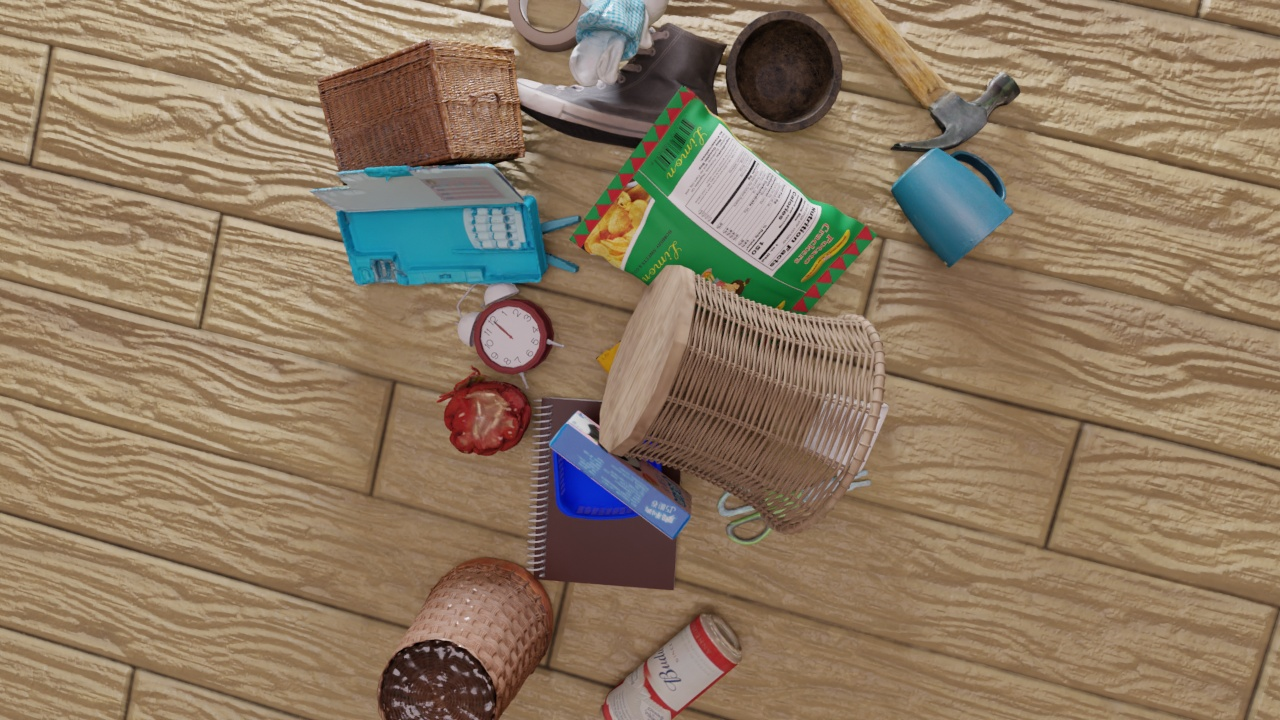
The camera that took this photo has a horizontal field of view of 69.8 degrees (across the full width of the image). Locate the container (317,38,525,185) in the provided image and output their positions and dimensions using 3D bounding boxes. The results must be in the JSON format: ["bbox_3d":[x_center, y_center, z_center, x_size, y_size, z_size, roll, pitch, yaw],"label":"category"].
[{"bbox_3d":[-0.225,-0.252,0.952,0.199,0.113,0.113,-3,99,38],"label":"container"}]

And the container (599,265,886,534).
[{"bbox_3d":[0.087,0.029,0.883,0.196,0.227,0.227,20,96,-15],"label":"container"}]

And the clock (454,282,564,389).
[{"bbox_3d":[-0.150,-0.034,1.028,0.124,0.044,0.087,42,97,1],"label":"clock"}]

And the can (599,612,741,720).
[{"bbox_3d":[0.034,0.357,1.024,0.170,0.067,0.067,-42,89,8],"label":"can"}]

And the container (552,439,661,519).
[{"bbox_3d":[-0.033,0.120,0.999,0.114,0.058,0.096,-3,94,4],"label":"container"}]

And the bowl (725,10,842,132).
[{"bbox_3d":[0.145,-0.298,0.967,0.121,0.056,0.121,-1,96,-6],"label":"bowl"}]

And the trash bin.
[{"bbox_3d":[-0.187,0.309,0.974,0.151,0.210,0.151,0,93,6],"label":"trash bin"}]

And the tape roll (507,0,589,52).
[{"bbox_3d":[-0.096,-0.388,1.003,0.094,0.030,0.094,0,94,6],"label":"tape roll"}]

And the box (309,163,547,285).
[{"bbox_3d":[-0.225,-0.154,0.975,0.227,0.181,0.073,0,52,15],"label":"box"}]

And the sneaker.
[{"bbox_3d":[-0.026,-0.295,0.973,0.235,0.095,0.120,9,92,8],"label":"sneaker"}]

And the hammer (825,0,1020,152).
[{"bbox_3d":[0.238,-0.357,0.969,0.132,0.033,0.330,-42,88,9],"label":"hammer"}]

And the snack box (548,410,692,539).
[{"bbox_3d":[-0.017,0.113,0.923,0.154,0.088,0.033,37,96,0],"label":"snack box"}]

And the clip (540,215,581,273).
[{"bbox_3d":[-0.127,-0.149,1.027,0.127,0.028,0.113,-6,91,7],"label":"clip"}]

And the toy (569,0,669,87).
[{"bbox_3d":[-0.012,-0.343,0.902,0.131,0.106,0.205,24,72,-9],"label":"toy"}]

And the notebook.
[{"bbox_3d":[-0.041,0.150,1.042,0.171,0.022,0.209,3,94,5],"label":"notebook"}]

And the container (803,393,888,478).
[{"bbox_3d":[0.214,0.074,0.960,0.049,0.129,0.081,24,96,22],"label":"container"}]

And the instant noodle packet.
[{"bbox_3d":[0.084,-0.128,0.953,0.252,0.090,0.196,34,113,-14],"label":"instant noodle packet"}]

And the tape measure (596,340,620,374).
[{"bbox_3d":[-0.006,0.006,1.022,0.059,0.030,0.068,-38,90,10],"label":"tape measure"}]

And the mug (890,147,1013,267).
[{"bbox_3d":[0.327,-0.170,0.953,0.112,0.085,0.104,-39,83,-21],"label":"mug"}]

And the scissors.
[{"bbox_3d":[0.174,0.158,1.022,0.176,0.033,0.072,-17,88,11],"label":"scissors"}]

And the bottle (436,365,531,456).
[{"bbox_3d":[-0.170,0.056,1.004,0.099,0.111,0.099,1,95,6],"label":"bottle"}]
